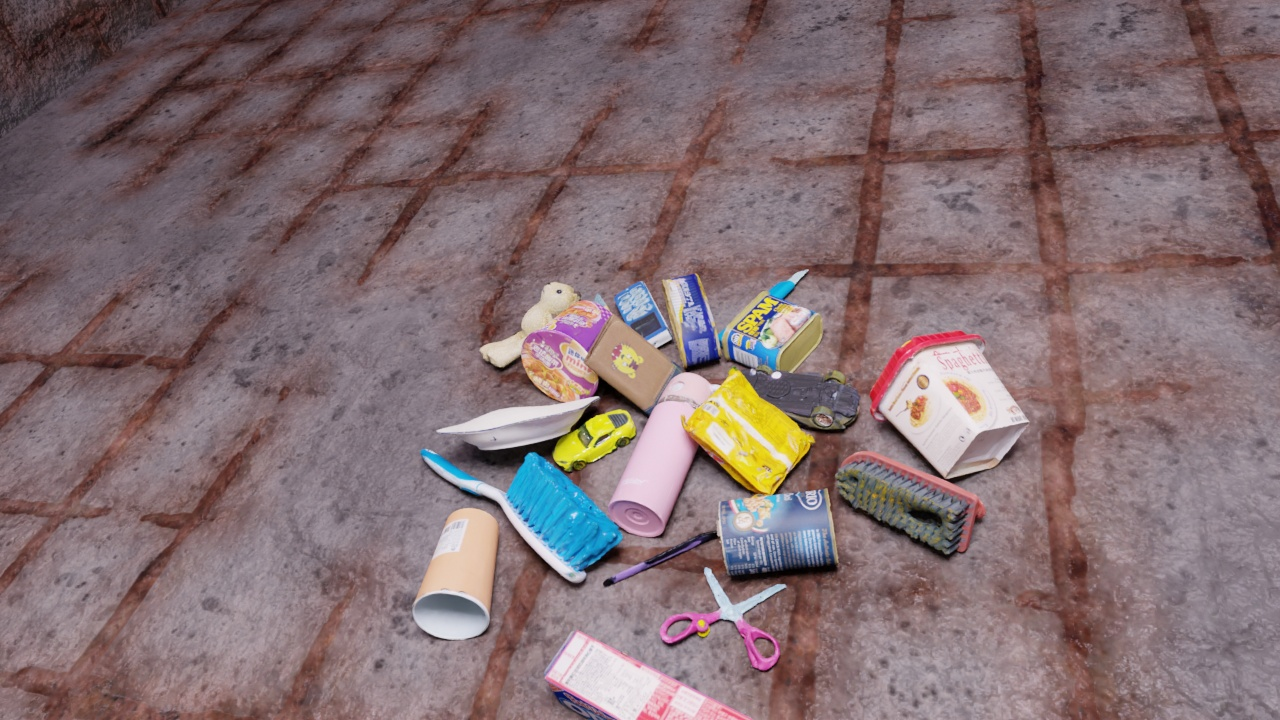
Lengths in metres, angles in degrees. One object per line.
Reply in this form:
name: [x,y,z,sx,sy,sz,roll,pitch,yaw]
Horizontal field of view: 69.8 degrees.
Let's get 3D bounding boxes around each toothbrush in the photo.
toothbrush: [0.046,0.194,0.962,0.189,0.014,0.016,-23,35,-7]

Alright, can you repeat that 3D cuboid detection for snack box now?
snack box: [0.014,0.312,0.813,0.208,0.057,0.058,17,54,31]

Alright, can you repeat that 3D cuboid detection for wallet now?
wallet: [-0.007,0.007,1.114,0.033,0.115,0.090,-38,19,48]

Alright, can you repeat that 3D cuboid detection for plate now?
plate: [-0.139,0.077,1.086,0.164,0.034,0.163,-9,3,24]

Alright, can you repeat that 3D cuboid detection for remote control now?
remote control: [0.003,-0.058,1.235,0.049,0.024,0.124,-31,40,5]

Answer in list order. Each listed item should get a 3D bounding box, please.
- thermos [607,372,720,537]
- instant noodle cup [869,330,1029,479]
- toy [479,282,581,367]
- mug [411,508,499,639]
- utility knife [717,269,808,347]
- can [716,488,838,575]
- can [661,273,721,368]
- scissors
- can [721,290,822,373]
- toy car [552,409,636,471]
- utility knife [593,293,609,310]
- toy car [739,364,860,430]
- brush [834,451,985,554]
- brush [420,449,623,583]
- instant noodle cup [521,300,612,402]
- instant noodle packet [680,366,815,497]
thermos: [0.038,0.099,1.025,0.087,0.067,0.198,-2,41,33]
instant noodle cup: [0.323,0.048,0.954,0.116,0.117,0.124,-8,48,-27]
toy: [-0.148,-0.048,1.246,0.157,0.066,0.105,-40,22,-10]
mug: [-0.188,0.219,0.966,0.078,0.078,0.122,-8,38,9]
utility knife: [0.163,-0.072,1.208,0.181,0.018,0.034,-41,27,-27]
can: [0.135,0.171,0.912,0.111,0.075,0.075,-8,42,10]
can: [0.064,-0.053,1.179,0.049,0.075,0.148,-13,41,-1]
scissors: [0.086,0.250,0.889,0.133,0.017,0.134,-23,38,-13]
can: [0.165,-0.031,1.136,0.083,0.057,0.101,25,56,35]
toy car: [-0.057,0.092,1.091,0.105,0.032,0.048,-28,43,-11]
utility knife: [-0.036,-0.038,1.231,0.031,0.019,0.183,-44,46,12]
toy car: [0.174,0.043,1.063,0.158,0.042,0.070,8,47,25]
brush: [0.268,0.134,0.925,0.146,0.063,0.069,24,32,38]
brush: [-0.148,0.146,1.036,0.314,0.060,0.109,38,98,40]
instant noodle cup: [-0.081,-0.018,1.167,0.112,0.112,0.099,9,40,26]
instant noodle packet: [0.114,0.080,1.002,0.128,0.044,0.110,44,57,5]
